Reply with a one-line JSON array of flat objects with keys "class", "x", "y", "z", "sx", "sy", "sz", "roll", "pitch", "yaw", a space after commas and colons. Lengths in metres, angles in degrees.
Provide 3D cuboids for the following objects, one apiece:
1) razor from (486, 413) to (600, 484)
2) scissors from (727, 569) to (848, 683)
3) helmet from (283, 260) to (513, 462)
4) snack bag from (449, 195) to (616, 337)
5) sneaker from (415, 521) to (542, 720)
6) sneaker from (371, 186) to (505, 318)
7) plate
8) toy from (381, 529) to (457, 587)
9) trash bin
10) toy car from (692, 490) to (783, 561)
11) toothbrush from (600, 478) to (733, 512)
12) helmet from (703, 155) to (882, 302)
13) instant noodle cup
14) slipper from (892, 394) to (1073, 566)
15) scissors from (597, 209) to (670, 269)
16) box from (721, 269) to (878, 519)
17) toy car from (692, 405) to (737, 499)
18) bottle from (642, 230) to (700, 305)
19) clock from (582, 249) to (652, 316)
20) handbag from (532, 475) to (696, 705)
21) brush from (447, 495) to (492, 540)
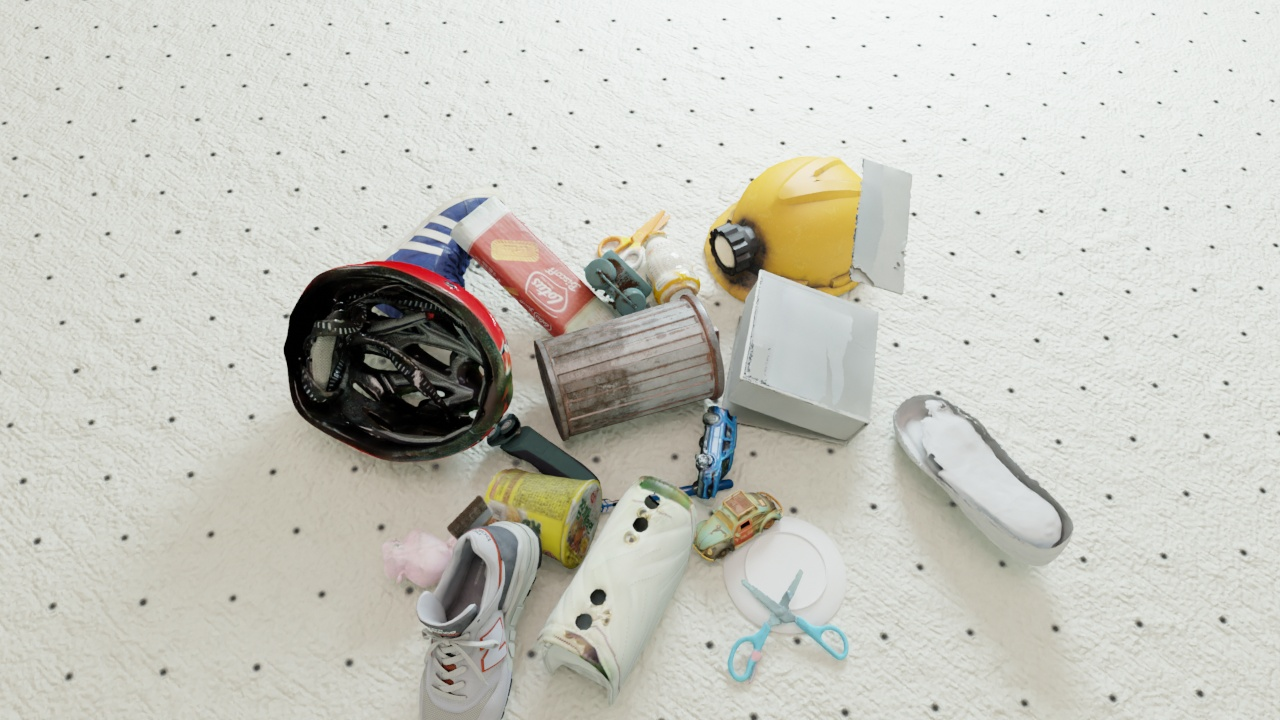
[{"class": "razor", "x": -0.110, "y": 0.112, "z": 1.058, "sx": 0.143, "sy": 0.052, "sz": 0.047, "roll": 32, "pitch": 62, "yaw": 7}, {"class": "scissors", "x": 0.152, "y": 0.286, "z": 0.960, "sx": 0.135, "sy": 0.015, "sz": 0.135, "roll": 31, "pitch": 75, "yaw": 6}, {"class": "helmet", "x": -0.264, "y": -0.001, "z": 1.037, "sx": 0.272, "sy": 0.218, "sz": 0.166, "roll": 19, "pitch": 13, "yaw": 9}, {"class": "snack bag", "x": -0.133, "y": -0.104, "z": 1.151, "sx": 0.225, "sy": 0.041, "sz": 0.077, "roll": 44, "pitch": 63, "yaw": -1}, {"class": "sneaker", "x": -0.172, "y": 0.261, "z": 0.875, "sx": 0.089, "sy": 0.124, "sz": 0.239, "roll": 9, "pitch": 72, "yaw": 20}, {"class": "sneaker", "x": -0.234, "y": -0.124, "z": 1.177, "sx": 0.232, "sy": 0.092, "sz": 0.118, "roll": -38, "pitch": 61, "yaw": -23}, {"class": "plate", "x": 0.159, "y": 0.230, "z": 1.004, "sx": 0.134, "sy": 0.011, "sz": 0.134, "roll": 1, "pitch": 57, "yaw": -1}, {"class": "toy", "x": -0.221, "y": 0.211, "z": 0.985, "sx": 0.110, "sy": 0.047, "sz": 0.063, "roll": -2, "pitch": 59, "yaw": -17}, {"class": "trash bin", "x": -0.006, "y": 0.006, "z": 1.077, "sx": 0.211, "sy": 0.131, "sz": 0.130, "roll": -16, "pitch": 59, "yaw": -10}, {"class": "toy car", "x": 0.106, "y": 0.173, "z": 1.014, "sx": 0.111, "sy": 0.047, "sz": 0.047, "roll": -29, "pitch": 44, "yaw": -19}, {"class": "toothbrush", "x": 0.026, "y": 0.154, "z": 1.048, "sx": 0.167, "sy": 0.014, "sz": 0.014, "roll": -9, "pitch": 91, "yaw": -8}, {"class": "helmet", "x": 0.215, "y": -0.194, "z": 1.216, "sx": 0.255, "sy": 0.132, "sz": 0.205, "roll": -25, "pitch": 60, "yaw": -19}, {"class": "instant noodle cup", "x": -0.108, "y": 0.164, "z": 0.995, "sx": 0.108, "sy": 0.102, "sz": 0.102, "roll": 13, "pitch": 57, "yaw": 18}, {"class": "slipper", "x": 0.381, "y": 0.129, "z": 1.039, "sx": 0.112, "sy": 0.075, "sz": 0.246, "roll": -21, "pitch": 49, "yaw": -22}, {"class": "scissors", "x": 0.002, "y": -0.167, "z": 1.260, "sx": 0.130, "sy": 0.013, "sz": 0.070, "roll": -38, "pitch": 66, "yaw": -22}, {"class": "box", "x": 0.190, "y": 0.078, "z": 1.230, "sx": 0.172, "sy": 0.405, "sz": 0.168, "roll": 12, "pitch": 56, "yaw": 5}, {"class": "toy car", "x": 0.086, "y": 0.104, "z": 1.050, "sx": 0.043, "sy": 0.056, "sz": 0.120, "roll": 10, "pitch": 43, "yaw": 6}, {"class": "bottle", "x": 0.035, "y": -0.121, "z": 1.203, "sx": 0.063, "sy": 0.063, "sz": 0.108, "roll": -14, "pitch": 57, "yaw": -11}, {"class": "clock", "x": -0.028, "y": -0.096, "z": 1.149, "sx": 0.090, "sy": 0.124, "sz": 0.053, "roll": 43, "pitch": 93, "yaw": -9}, {"class": "handbag", "x": -0.023, "y": 0.228, "z": 0.924, "sx": 0.096, "sy": 0.142, "sz": 0.198, "roll": 24, "pitch": 58, "yaw": 16}, {"class": "brush", "x": -0.163, "y": 0.181, "z": 0.947, "sx": 0.008, "sy": 0.143, "sz": 0.045, "roll": 36, "pitch": 71, "yaw": 22}]
